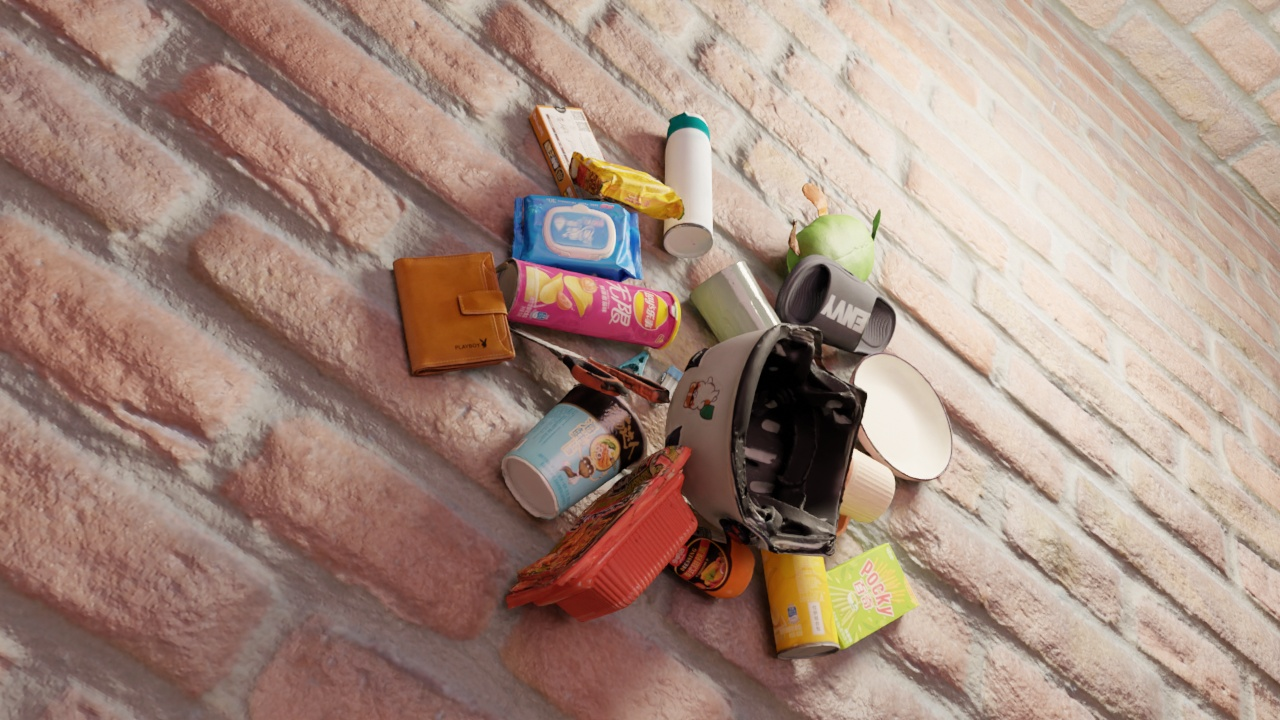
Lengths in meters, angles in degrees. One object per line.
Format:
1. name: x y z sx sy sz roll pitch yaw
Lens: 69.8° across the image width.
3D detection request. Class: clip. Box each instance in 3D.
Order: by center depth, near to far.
1. clip: -0.006 0.006 1.084 0.033 0.013 0.053 43 46 -7
2. clip: 0.029 0.034 1.091 0.026 0.042 0.058 43 49 -9

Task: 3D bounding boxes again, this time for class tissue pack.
1. tissue pack: -0.071 -0.141 1.071 0.157 0.052 0.094 5 71 -15

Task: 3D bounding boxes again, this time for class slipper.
1. slipper: 0.289 -0.064 1.246 0.267 0.083 0.111 18 94 -44

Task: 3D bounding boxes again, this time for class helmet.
1. helmet: 0.112 0.080 0.951 0.274 0.157 0.229 32 67 -46

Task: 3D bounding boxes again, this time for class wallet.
1. wallet: -0.189 -0.052 0.959 0.119 0.035 0.130 -10 67 -16

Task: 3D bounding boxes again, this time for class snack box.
1. snack box: 0.266 0.282 1.104 0.156 0.026 0.085 -11 71 -40
2. snack box: -0.083 -0.259 1.183 0.075 0.026 0.153 -11 70 -40

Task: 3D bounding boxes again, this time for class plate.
1. plate: 0.356 0.083 1.281 0.192 0.039 0.192 17 56 -28

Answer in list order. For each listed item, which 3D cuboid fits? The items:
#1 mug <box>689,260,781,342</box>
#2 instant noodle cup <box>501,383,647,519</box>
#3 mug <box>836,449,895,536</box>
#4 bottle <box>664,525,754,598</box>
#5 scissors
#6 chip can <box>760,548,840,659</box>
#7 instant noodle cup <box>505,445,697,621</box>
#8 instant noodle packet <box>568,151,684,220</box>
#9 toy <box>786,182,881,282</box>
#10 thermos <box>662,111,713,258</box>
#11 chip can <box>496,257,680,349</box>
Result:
1. mug: 0.132 -0.065 1.193 0.103 0.084 0.123 59 22 7
2. instant noodle cup: -0.071 0.096 0.925 0.111 0.111 0.120 50 54 0
3. mug: 0.244 0.161 1.134 0.106 0.082 0.114 27 77 -22
4. bottle: 0.046 0.199 0.974 0.149 0.067 0.066 27 50 -12
5. scissors: -0.069 0.000 0.939 0.201 0.015 0.206 18 9 -7
6. chip can: 0.173 0.224 1.040 0.072 0.072 0.213 12 57 -30
7. instant noodle cup: -0.026 0.172 0.850 0.079 0.165 0.188 49 57 -2
8. instant noodle packet: -0.018 -0.214 1.133 0.128 0.044 0.110 9 25 -34
9. toy: 0.274 -0.147 1.329 0.246 0.090 0.227 -25 104 -48
10. thermos: 0.067 -0.246 1.259 0.073 0.073 0.223 20 53 -25
11. chip can: -0.060 -0.062 1.048 0.210 0.072 0.071 9 58 -31
